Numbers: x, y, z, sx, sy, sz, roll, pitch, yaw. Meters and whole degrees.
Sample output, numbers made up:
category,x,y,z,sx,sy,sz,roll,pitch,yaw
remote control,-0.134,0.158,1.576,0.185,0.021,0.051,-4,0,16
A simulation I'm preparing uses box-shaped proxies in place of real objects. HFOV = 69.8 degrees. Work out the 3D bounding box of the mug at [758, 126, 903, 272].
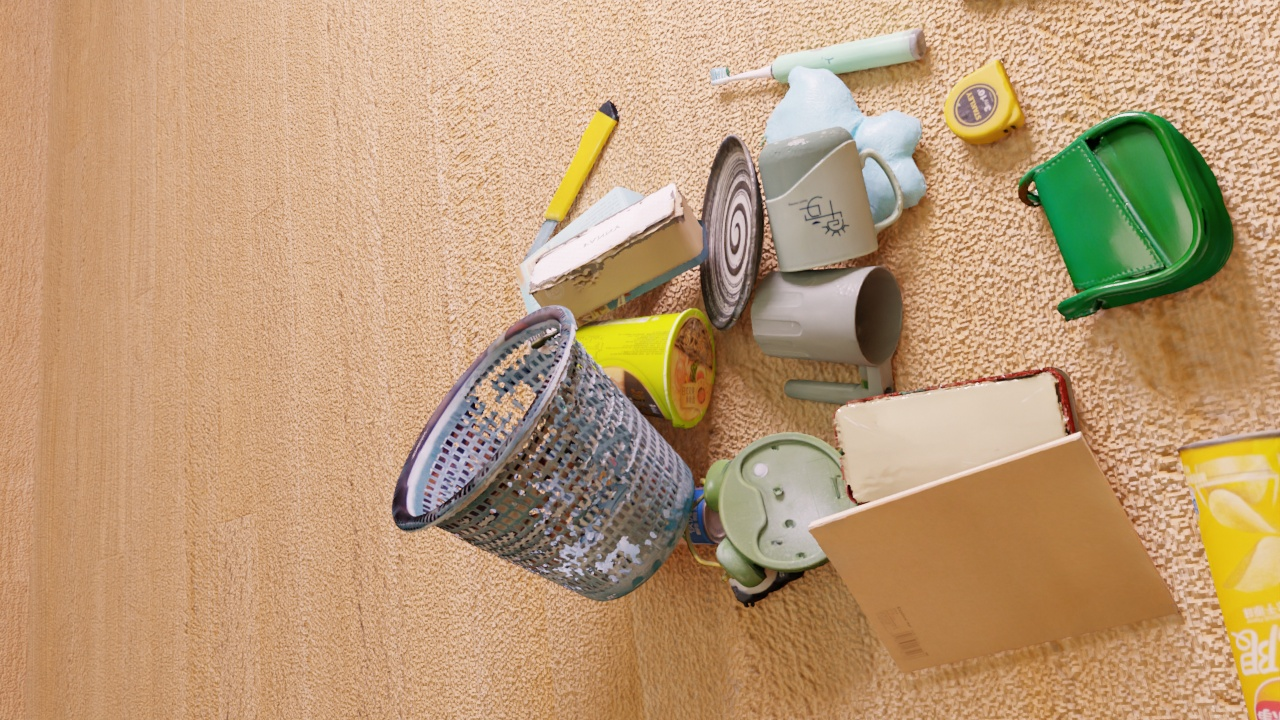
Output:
category,x,y,z,sx,sy,sz,roll,pitch,yaw
mug,0.160,-0.139,0.768,0.112,0.082,0.106,-12,99,8

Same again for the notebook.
category,x,y,z,sx,sy,sz,roll,pitch,yaw
notebook,0.250,0.151,0.673,0.212,0.012,0.149,-27,100,33

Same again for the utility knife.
category,x,y,z,sx,sy,sz,roll,pitch,yaw
utility knife,-0.082,-0.199,1.055,0.033,0.015,0.215,41,107,35

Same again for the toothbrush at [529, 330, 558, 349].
category,x,y,z,sx,sy,sz,roll,pitch,yaw
toothbrush,-0.038,-0.066,0.954,0.186,0.012,0.017,-33,51,5

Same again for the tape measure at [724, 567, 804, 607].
category,x,y,z,sx,sy,sz,roll,pitch,yaw
tape measure,0.106,0.179,0.829,0.066,0.033,0.066,-41,60,26

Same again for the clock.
category,x,y,z,sx,sy,sz,roll,pitch,yaw
clock,0.113,0.129,0.784,0.161,0.056,0.116,-17,63,13

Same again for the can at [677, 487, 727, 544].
category,x,y,z,sx,sy,sz,roll,pitch,yaw
can,0.023,0.151,0.890,0.135,0.053,0.053,-9,78,39

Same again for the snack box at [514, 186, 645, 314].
category,x,y,z,sx,sy,sz,roll,pitch,yaw
snack box,-0.057,-0.107,0.998,0.175,0.051,0.074,-34,65,32

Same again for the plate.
category,x,y,z,sx,sy,sz,roll,pitch,yaw
plate,0.086,-0.115,0.843,0.179,0.024,0.179,-179,91,-80

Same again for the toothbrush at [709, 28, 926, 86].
category,x,y,z,sx,sy,sz,roll,pitch,yaw
toothbrush,0.157,-0.277,0.858,0.225,0.026,0.027,3,111,41

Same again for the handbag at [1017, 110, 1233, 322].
category,x,y,z,sx,sy,sz,roll,pitch,yaw
handbag,0.342,-0.103,0.656,0.120,0.067,0.131,-27,67,42

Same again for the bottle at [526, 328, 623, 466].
category,x,y,z,sx,sy,sz,roll,pitch,yaw
bottle,-0.055,0.039,0.966,0.068,0.068,0.196,-44,60,27

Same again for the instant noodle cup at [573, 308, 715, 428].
category,x,y,z,sx,sy,sz,roll,pitch,yaw
instant noodle cup,-0.005,0.005,0.882,0.124,0.111,0.111,3,85,28

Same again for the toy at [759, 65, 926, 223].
category,x,y,z,sx,sy,sz,roll,pitch,yaw
toy,0.174,-0.189,0.817,0.157,0.049,0.161,-5,90,34

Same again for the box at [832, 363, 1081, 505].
category,x,y,z,sx,sy,sz,roll,pitch,yaw
box,0.235,0.057,0.690,0.169,0.076,0.091,-12,84,30

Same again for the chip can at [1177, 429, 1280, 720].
category,x,y,z,sx,sy,sz,roll,pitch,yaw
chip can,0.395,0.152,0.562,0.072,0.072,0.213,-17,73,37

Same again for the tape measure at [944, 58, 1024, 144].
category,x,y,z,sx,sy,sz,roll,pitch,yaw
tape measure,0.278,-0.204,0.743,0.057,0.028,0.060,-26,68,34

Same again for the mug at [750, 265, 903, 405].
category,x,y,z,sx,sy,sz,roll,pitch,yaw
mug,0.162,-0.020,0.790,0.104,0.083,0.124,5,111,42

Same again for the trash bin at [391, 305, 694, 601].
category,x,y,z,sx,sy,sz,roll,pitch,yaw
trash bin,-0.069,0.098,0.799,0.227,0.195,0.226,-39,26,23

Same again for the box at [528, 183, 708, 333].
category,x,y,z,sx,sy,sz,roll,pitch,yaw
box,-0.017,-0.100,0.880,0.184,0.061,0.089,-24,28,18
